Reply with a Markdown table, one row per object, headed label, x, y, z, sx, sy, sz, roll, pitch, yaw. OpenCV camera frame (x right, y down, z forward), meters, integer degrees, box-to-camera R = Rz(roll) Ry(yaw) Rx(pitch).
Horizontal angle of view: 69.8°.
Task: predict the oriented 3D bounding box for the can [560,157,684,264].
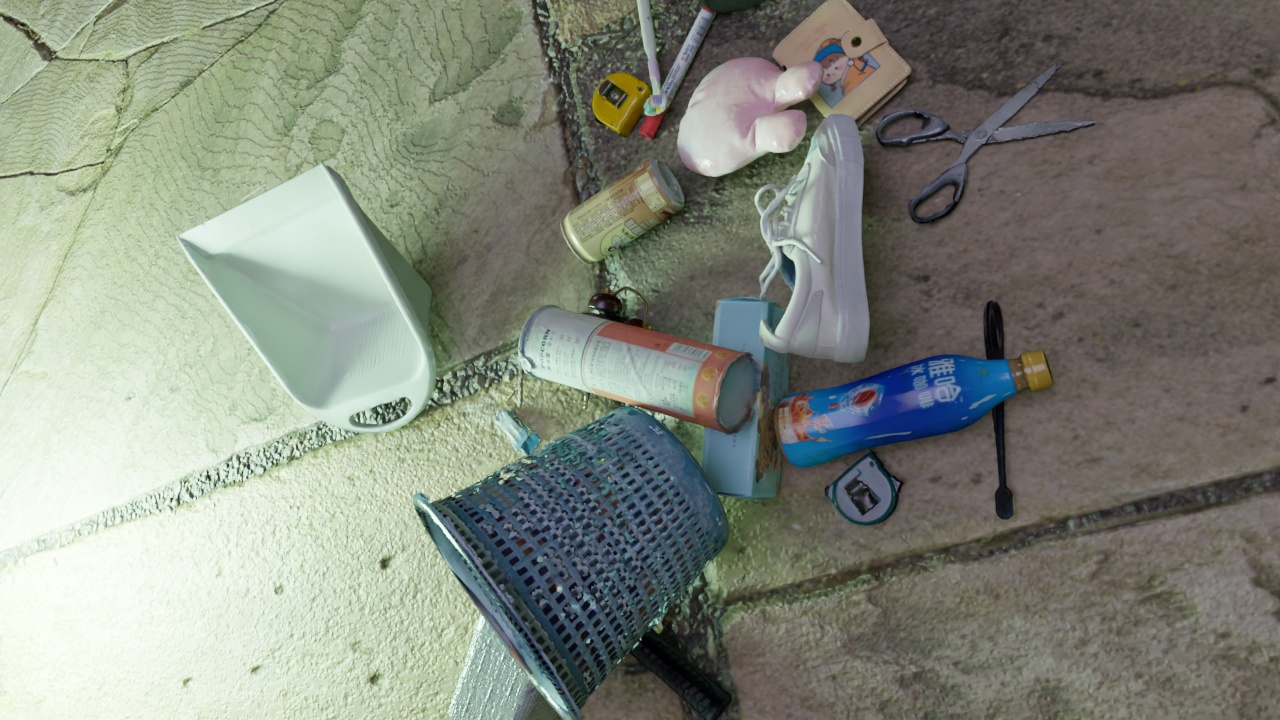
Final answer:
| label | x | y | z | sx | sy | sz | roll | pitch | yaw |
| --- | --- | --- | --- | --- | --- | --- | --- | --- | --- |
| can | -0.018 | -0.147 | 0.910 | 0.116 | 0.058 | 0.058 | -30 | 70 | 20 |

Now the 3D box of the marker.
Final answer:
| label | x | y | z | sx | sy | sz | roll | pitch | yaw |
| --- | --- | --- | --- | --- | --- | --- | --- | --- | --- |
| marker | 0.038 | -0.292 | 0.926 | 0.017 | 0.017 | 0.145 | 30 | 97 | 27 |

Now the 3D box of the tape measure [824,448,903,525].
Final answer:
| label | x | y | z | sx | sy | sz | roll | pitch | yaw |
| --- | --- | --- | --- | --- | --- | --- | --- | --- | --- |
| tape measure | 0.192 | 0.113 | 0.783 | 0.058 | 0.025 | 0.054 | -45 | 65 | 15 |

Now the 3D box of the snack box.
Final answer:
| label | x | y | z | sx | sy | sz | roll | pitch | yaw |
| --- | --- | --- | --- | --- | --- | --- | --- | --- | --- |
| snack box | 0.096 | 0.035 | 0.816 | 0.052 | 0.074 | 0.174 | 3 | 84 | 28 |

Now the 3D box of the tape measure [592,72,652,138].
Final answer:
| label | x | y | z | sx | sy | sz | roll | pitch | yaw |
| --- | --- | --- | --- | --- | --- | --- | --- | --- | --- |
| tape measure | -0.023 | -0.268 | 0.947 | 0.057 | 0.029 | 0.060 | 38 | 100 | 27 |

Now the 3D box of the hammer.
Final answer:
| label | x | y | z | sx | sy | sz | roll | pitch | yaw |
| --- | --- | --- | --- | --- | --- | --- | --- | --- | --- |
| hammer | -0.040 | 0.229 | 0.869 | 0.301 | 0.033 | 0.128 | 36 | 82 | 22 |

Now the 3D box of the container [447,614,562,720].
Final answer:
| label | x | y | z | sx | sy | sz | roll | pitch | yaw |
| --- | --- | --- | --- | --- | --- | --- | --- | --- | --- |
| container | -0.117 | 0.305 | 0.880 | 0.090 | 0.090 | 0.114 | 26 | 98 | 28 |

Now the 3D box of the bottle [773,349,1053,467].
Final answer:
| label | x | y | z | sx | sy | sz | roll | pitch | yaw |
| --- | --- | --- | --- | --- | --- | --- | --- | --- | --- |
| bottle | 0.221 | 0.036 | 0.754 | 0.219 | 0.065 | 0.065 | -17 | 75 | 26 |

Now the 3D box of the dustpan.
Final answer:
| label | x | y | z | sx | sy | sz | roll | pitch | yaw |
| --- | --- | --- | --- | --- | --- | --- | --- | --- | --- |
| dustpan | -0.338 | -0.042 | 0.986 | 0.223 | 0.258 | 0.142 | -18 | 51 | 24 |

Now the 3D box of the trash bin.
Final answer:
| label | x | y | z | sx | sy | sz | roll | pitch | yaw |
| --- | --- | --- | --- | --- | --- | --- | --- | --- | --- |
| trash bin | -0.043 | 0.150 | 0.759 | 0.194 | 0.227 | 0.226 | -34 | 63 | -20 |

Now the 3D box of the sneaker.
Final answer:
| label | x | y | z | sx | sy | sz | roll | pitch | yaw |
| --- | --- | --- | --- | --- | --- | --- | --- | --- | --- |
| sneaker | 0.141 | -0.106 | 0.773 | 0.091 | 0.090 | 0.241 | 2 | 60 | 7 |

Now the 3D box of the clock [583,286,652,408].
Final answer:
| label | x | y | z | sx | sy | sz | roll | pitch | yaw |
| --- | --- | --- | --- | --- | --- | --- | --- | --- | --- |
| clock | -0.034 | -0.017 | 0.900 | 0.082 | 0.055 | 0.122 | 44 | 106 | 26 |

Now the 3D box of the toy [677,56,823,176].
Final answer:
| label | x | y | z | sx | sy | sz | roll | pitch | yaw |
| --- | --- | --- | --- | --- | --- | --- | --- | --- | --- |
| toy | 0.099 | -0.227 | 0.846 | 0.160 | 0.054 | 0.121 | 14 | 82 | 51 |

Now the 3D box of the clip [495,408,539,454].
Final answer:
| label | x | y | z | sx | sy | sz | roll | pitch | yaw |
| --- | --- | --- | --- | --- | --- | --- | --- | --- | --- |
| clip | -0.132 | 0.071 | 0.959 | 0.027 | 0.043 | 0.058 | -52 | 57 | 14 |

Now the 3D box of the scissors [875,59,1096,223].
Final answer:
| label | x | y | z | sx | sy | sz | roll | pitch | yaw |
| --- | --- | --- | --- | --- | --- | --- | --- | --- | --- |
| scissors | 0.287 | -0.188 | 0.786 | 0.181 | 0.014 | 0.159 | 18 | 91 | 27 |

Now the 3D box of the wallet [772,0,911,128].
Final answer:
| label | x | y | z | sx | sy | sz | roll | pitch | yaw |
| --- | --- | --- | --- | --- | --- | --- | --- | --- | --- |
| wallet | 0.187 | -0.274 | 0.845 | 0.087 | 0.024 | 0.115 | -42 | 65 | 21 |

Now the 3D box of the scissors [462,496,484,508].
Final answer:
| label | x | y | z | sx | sy | sz | roll | pitch | yaw |
| --- | --- | --- | --- | --- | --- | --- | --- | --- | --- |
| scissors | -0.065 | 0.139 | 0.881 | 0.227 | 0.015 | 0.188 | 21 | 76 | 19 |

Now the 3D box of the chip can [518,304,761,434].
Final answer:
| label | x | y | z | sx | sy | sz | roll | pitch | yaw |
| --- | --- | --- | --- | --- | --- | --- | --- | --- | --- |
| chip can | -0.005 | 0.005 | 0.797 | 0.215 | 0.071 | 0.071 | 15 | 89 | 35 |

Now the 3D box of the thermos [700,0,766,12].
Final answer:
| label | x | y | z | sx | sy | sz | roll | pitch | yaw |
| --- | --- | --- | --- | --- | --- | --- | --- | --- | --- |
| thermos | 0.099 | -0.468 | 0.900 | 0.090 | 0.068 | 0.242 | 0 | 83 | -7 |

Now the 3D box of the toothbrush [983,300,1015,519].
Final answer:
| label | x | y | z | sx | sy | sz | roll | pitch | yaw |
| --- | --- | --- | --- | --- | --- | --- | --- | --- | --- |
| toothbrush | 0.293 | 0.039 | 0.749 | 0.016 | 0.018 | 0.181 | -8 | 77 | 36 |

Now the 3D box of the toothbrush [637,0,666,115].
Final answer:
| label | x | y | z | sx | sy | sz | roll | pitch | yaw |
| --- | --- | --- | --- | --- | --- | --- | --- | --- | --- |
| toothbrush | 0.006 | -0.336 | 0.937 | 0.029 | 0.020 | 0.189 | -21 | 66 | 37 |
